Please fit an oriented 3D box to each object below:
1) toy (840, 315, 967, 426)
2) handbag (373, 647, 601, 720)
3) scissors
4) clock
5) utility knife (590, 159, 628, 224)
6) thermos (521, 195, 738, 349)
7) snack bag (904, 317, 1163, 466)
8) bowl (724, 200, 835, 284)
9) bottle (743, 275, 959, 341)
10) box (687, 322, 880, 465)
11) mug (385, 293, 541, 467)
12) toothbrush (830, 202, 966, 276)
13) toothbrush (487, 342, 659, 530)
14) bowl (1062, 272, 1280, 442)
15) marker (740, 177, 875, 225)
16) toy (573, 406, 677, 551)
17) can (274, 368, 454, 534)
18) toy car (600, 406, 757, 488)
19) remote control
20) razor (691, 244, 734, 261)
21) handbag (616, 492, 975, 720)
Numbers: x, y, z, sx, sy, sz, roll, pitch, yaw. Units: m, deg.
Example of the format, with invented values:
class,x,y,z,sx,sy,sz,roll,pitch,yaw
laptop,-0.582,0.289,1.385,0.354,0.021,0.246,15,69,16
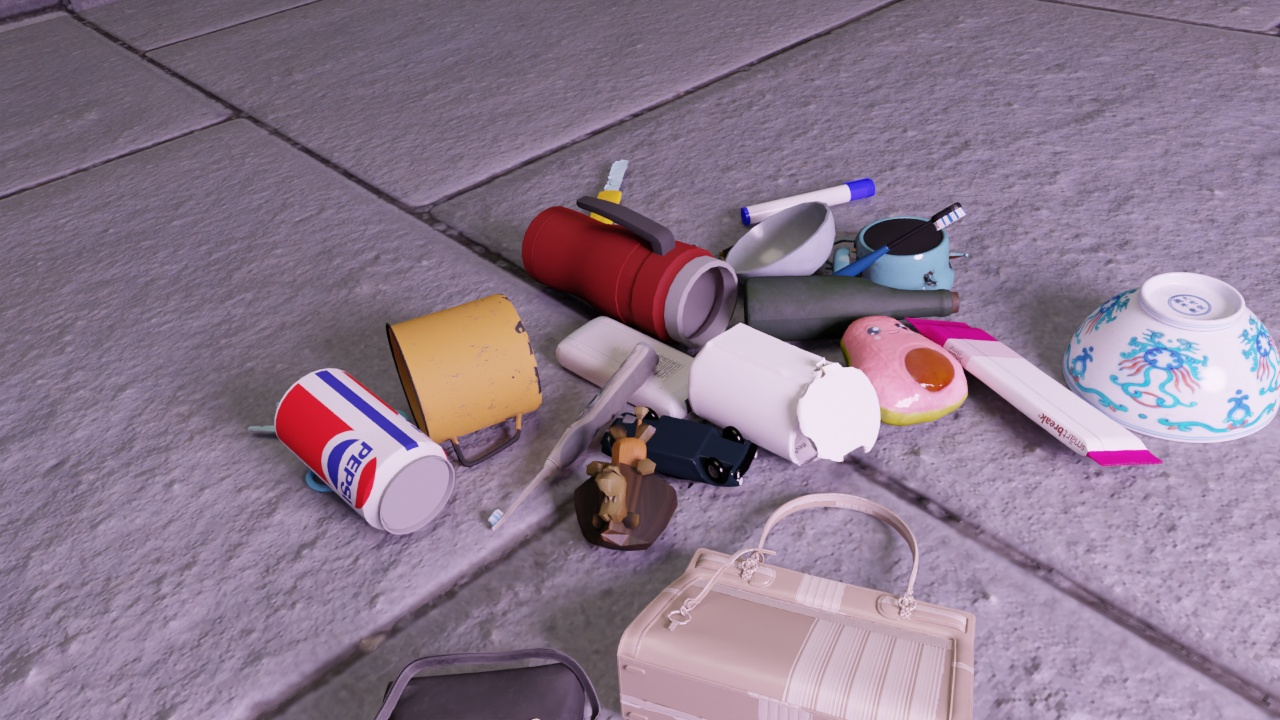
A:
class,x,y,z,sx,sy,sz,roll,pitch,yaw
toy,0.190,0.006,0.691,0.090,0.051,0.110,-11,35,-14
handbag,-0.085,0.201,0.482,0.128,0.054,0.079,-5,41,0
scissors,-0.257,0.068,0.724,0.141,0.015,0.111,-3,39,12
clock,0.219,-0.091,0.814,0.124,0.053,0.089,21,45,36
utility knife,-0.036,-0.164,0.984,0.030,0.019,0.223,5,43,7
thermos,-0.015,-0.087,0.804,0.199,0.108,0.083,25,48,39
snack bag,0.281,0.019,0.673,0.070,0.016,0.196,1,30,-30
bowl,0.131,-0.097,0.830,0.106,0.039,0.106,-29,24,14
bottle,0.174,-0.045,0.760,0.174,0.055,0.055,-2,37,5
box,0.104,0.026,0.651,0.143,0.089,0.080,27,37,34
mug,-0.130,0.017,0.706,0.094,0.101,0.123,-19,79,-18
toothbrush,0.192,-0.084,0.767,0.168,0.014,0.014,-32,-6,32
toothbrush,-0.047,0.056,0.675,0.024,0.022,0.185,43,64,-3
bowl,0.390,-0.016,0.665,0.144,0.074,0.143,-5,37,4
marker,0.173,-0.164,0.946,0.141,0.020,0.020,-14,37,-9
toy,-0.008,0.077,0.612,0.076,0.062,0.100,-6,64,30
can,-0.199,0.063,0.658,0.132,0.070,0.070,31,51,32
toy car,0.027,0.064,0.657,0.112,0.034,0.046,12,40,24
remote control,-0.004,0.004,0.749,0.138,0.025,0.060,27,48,34
razor,0.101,-0.110,0.890,0.144,0.022,0.043,-26,83,-30
handbag,0.107,0.142,0.537,0.176,0.062,0.197,9,31,21
